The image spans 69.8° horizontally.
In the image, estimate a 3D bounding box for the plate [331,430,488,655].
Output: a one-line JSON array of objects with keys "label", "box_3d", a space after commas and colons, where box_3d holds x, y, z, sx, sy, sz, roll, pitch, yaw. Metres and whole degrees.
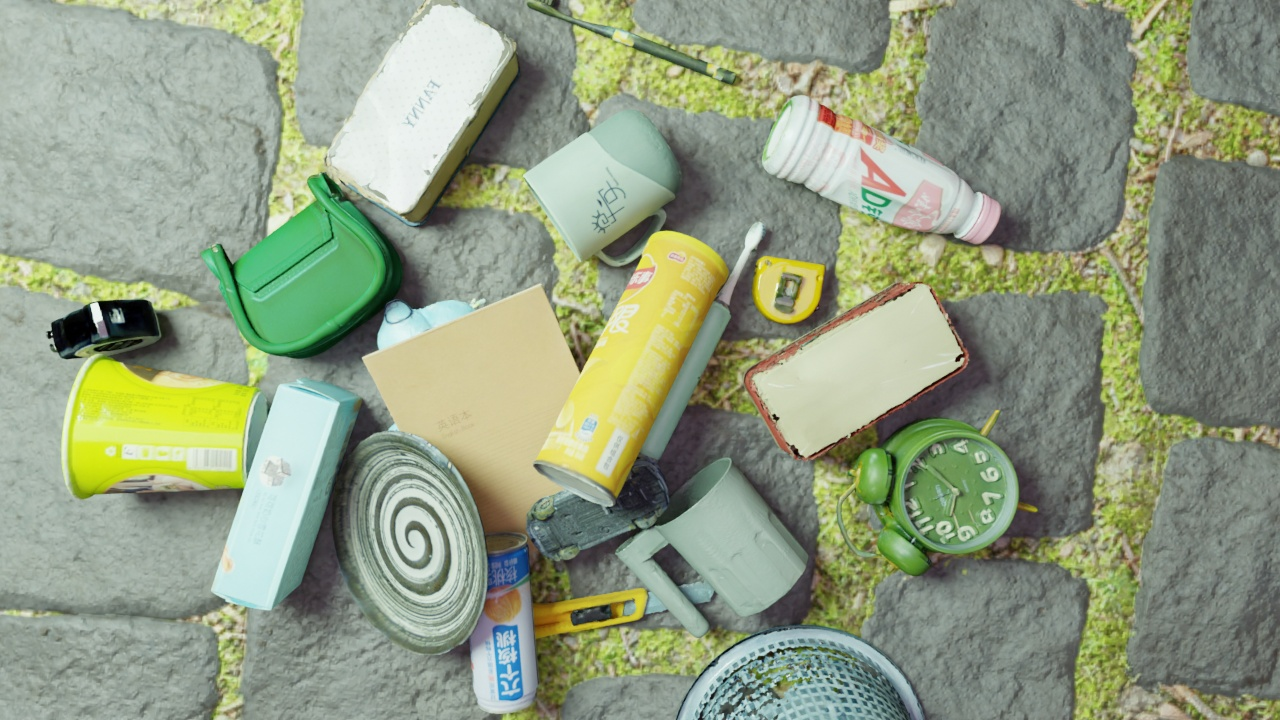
[{"label": "plate", "box_3d": [-0.179, 0.142, 0.725, 0.180, 0.024, 0.179, 7, 102, 34]}]

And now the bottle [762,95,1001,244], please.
[{"label": "bottle", "box_3d": [0.201, -0.151, 0.760, 0.197, 0.068, 0.068, 22, 90, -8]}]

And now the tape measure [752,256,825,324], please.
[{"label": "tape measure", "box_3d": [0.124, -0.059, 0.773, 0.060, 0.029, 0.057, 9, 91, -3]}]

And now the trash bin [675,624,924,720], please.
[{"label": "trash bin", "box_3d": [0.145, 0.342, 0.702, 0.226, 0.195, 0.226, 0, 91, -4]}]

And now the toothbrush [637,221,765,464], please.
[{"label": "toothbrush", "box_3d": [0.051, -0.016, 0.772, 0.026, 0.027, 0.224, 26, 90, 25]}]

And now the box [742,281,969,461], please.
[{"label": "box", "box_3d": [0.176, 0.006, 0.754, 0.168, 0.077, 0.091, -30, 93, -3]}]

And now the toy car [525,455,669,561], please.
[{"label": "toy car", "box_3d": [-0.035, 0.120, 0.746, 0.121, 0.036, 0.054, -26, 111, 9]}]

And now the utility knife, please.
[{"label": "utility knife", "box_3d": [-0.038, 0.211, 0.777, 0.215, 0.015, 0.033, -10, 95, -3]}]

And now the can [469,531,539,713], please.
[{"label": "can", "box_3d": [-0.112, 0.209, 0.737, 0.053, 0.053, 0.134, -4, 97, -3]}]

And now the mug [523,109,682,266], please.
[{"label": "mug", "box_3d": [-0.021, -0.132, 0.743, 0.106, 0.082, 0.112, -35, 123, -3]}]

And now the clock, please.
[{"label": "clock", "box_3d": [0.242, 0.114, 0.771, 0.161, 0.056, 0.116, -23, 91, -2]}]

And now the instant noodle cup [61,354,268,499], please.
[{"label": "instant noodle cup", "box_3d": [-0.362, 0.056, 0.716, 0.123, 0.112, 0.111, 5, 91, -12]}]

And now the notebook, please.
[{"label": "notebook", "box_3d": [-0.108, 0.061, 0.740, 0.149, 0.012, 0.211, -23, 110, -3]}]

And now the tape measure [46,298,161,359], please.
[{"label": "tape measure", "box_3d": [-0.418, -0.026, 0.725, 0.066, 0.066, 0.033, -16, 89, 24]}]

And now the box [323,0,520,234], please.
[{"label": "box", "box_3d": [-0.176, -0.194, 0.739, 0.090, 0.061, 0.184, 35, 91, -3]}]

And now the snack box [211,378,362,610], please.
[{"label": "snack box", "box_3d": [-0.279, 0.103, 0.731, 0.051, 0.074, 0.175, 18, 90, -3]}]

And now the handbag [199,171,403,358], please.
[{"label": "handbag", "box_3d": [-0.267, -0.071, 0.731, 0.131, 0.068, 0.120, -38, 92, -2]}]

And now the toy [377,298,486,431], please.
[{"label": "toy", "box_3d": [-0.156, 0.024, 0.750, 0.161, 0.050, 0.156, 36, 90, -10]}]

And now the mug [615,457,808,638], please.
[{"label": "mug", "box_3d": [0.059, 0.157, 0.752, 0.124, 0.083, 0.103, -41, 95, 9]}]

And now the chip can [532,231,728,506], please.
[{"label": "chip can", "box_3d": [-0.004, 0.004, 0.717, 0.072, 0.072, 0.213, 27, 72, -4]}]

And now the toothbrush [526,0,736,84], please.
[{"label": "toothbrush", "box_3d": [-0.006, -0.271, 0.770, 0.186, 0.012, 0.017, 20, 79, -3]}]
